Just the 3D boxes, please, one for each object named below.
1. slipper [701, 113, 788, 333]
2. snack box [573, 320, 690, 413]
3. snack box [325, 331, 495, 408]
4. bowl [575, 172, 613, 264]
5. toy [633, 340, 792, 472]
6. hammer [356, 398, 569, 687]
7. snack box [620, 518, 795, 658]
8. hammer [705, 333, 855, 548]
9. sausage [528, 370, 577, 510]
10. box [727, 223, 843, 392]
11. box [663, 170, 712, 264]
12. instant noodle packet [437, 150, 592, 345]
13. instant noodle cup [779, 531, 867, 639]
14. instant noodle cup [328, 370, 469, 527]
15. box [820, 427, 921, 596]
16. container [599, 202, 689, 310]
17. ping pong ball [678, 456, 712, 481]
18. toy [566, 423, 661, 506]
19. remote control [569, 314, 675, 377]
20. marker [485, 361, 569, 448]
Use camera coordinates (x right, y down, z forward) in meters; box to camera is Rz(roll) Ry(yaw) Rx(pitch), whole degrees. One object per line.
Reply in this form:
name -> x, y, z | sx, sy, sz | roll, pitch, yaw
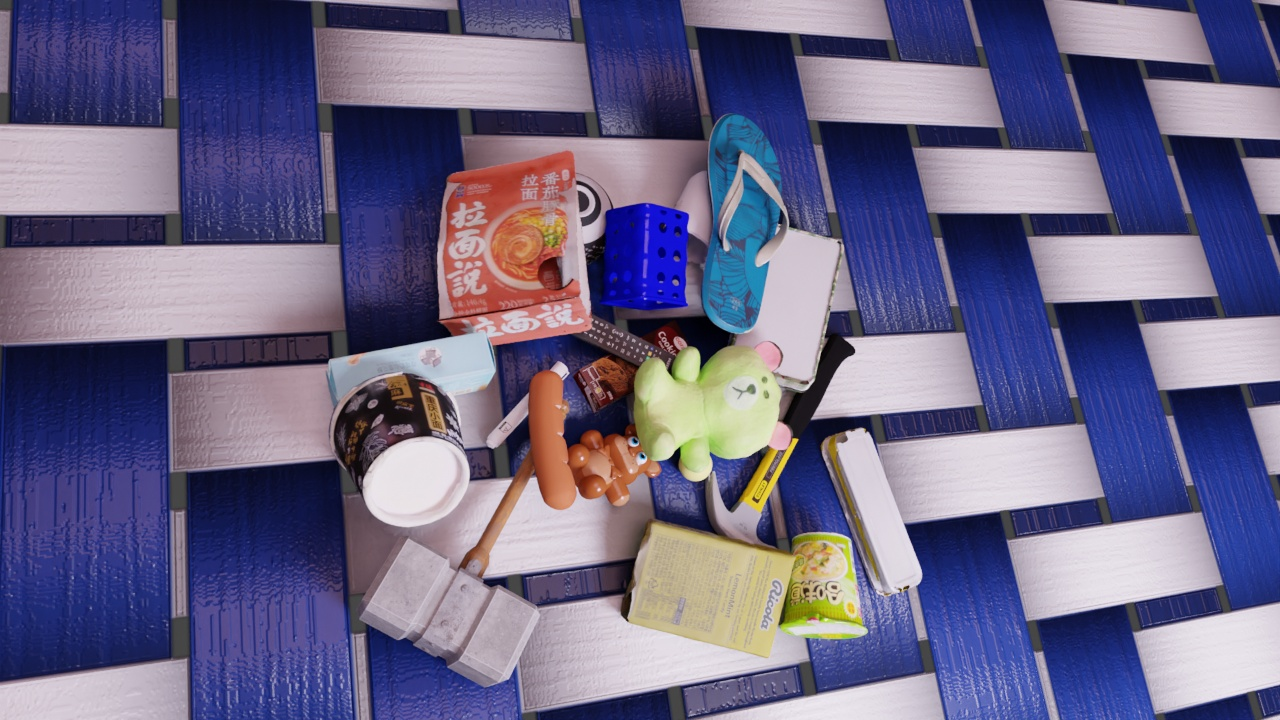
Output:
slipper -> 0.133, -0.174, 1.119 | 0.118, 0.060, 0.294 | 20, 67, -30
snack box -> -0.007, 0.006, 1.111 | 0.140, 0.032, 0.051 | -28, 84, -23
snack box -> -0.250, 0.016, 1.005 | 0.174, 0.075, 0.053 | -13, 78, -21
bowl -> -0.084, -0.181, 1.124 | 0.120, 0.066, 0.120 | 5, 72, -17
toy -> 0.078, 0.054, 1.064 | 0.196, 0.107, 0.150 | 2, 72, -33
hammer -> -0.151, 0.168, 0.998 | 0.162, 0.083, 0.316 | 31, 59, -7
snack box -> 0.075, 0.257, 1.043 | 0.181, 0.045, 0.121 | 16, 85, -10
hammer -> 0.185, 0.094, 1.151 | 0.127, 0.029, 0.322 | 35, 65, -5
sausage -> -0.099, 0.085, 1.009 | 0.044, 0.039, 0.164 | 4, 59, -25
box -> 0.183, -0.068, 1.167 | 0.117, 0.051, 0.205 | 14, 74, 0
box -> 0.088, -0.151, 1.166 | 0.126, 0.085, 0.155 | 35, 68, -12
instant noodle packet -> -0.147, -0.137, 1.066 | 0.164, 0.084, 0.220 | -9, 66, 9
instant noodle cup -> 0.213, 0.263, 1.075 | 0.099, 0.099, 0.107 | 13, 61, -14
instant noodle cup -> -0.236, 0.096, 0.931 | 0.137, 0.112, 0.137 | -13, 122, -22
box -> 0.289, 0.189, 1.155 | 0.064, 0.037, 0.209 | -13, 78, -27
container -> 0.006, -0.123, 1.102 | 0.085, 0.085, 0.113 | 5, 85, -44
ping pong ball -> 0.065, 0.124, 1.094 | 0.040, 0.040, 0.040 | 5, 72, -17
toy -> -0.023, 0.115, 1.056 | 0.127, 0.065, 0.095 | -20, 75, -28
remote control -> -0.021, -0.017, 1.086 | 0.147, 0.015, 0.033 | 26, 67, -9
marker -> -0.131, 0.053, 1.064 | 0.020, 0.017, 0.133 | 43, 66, -3
